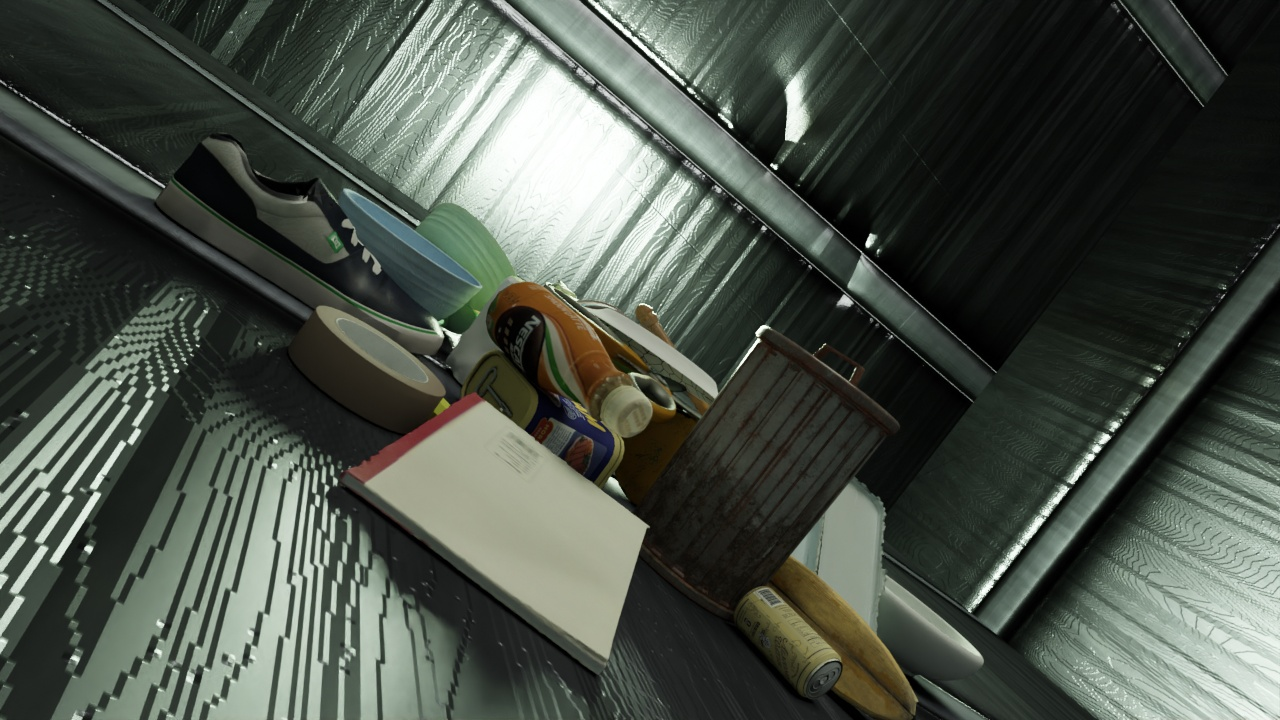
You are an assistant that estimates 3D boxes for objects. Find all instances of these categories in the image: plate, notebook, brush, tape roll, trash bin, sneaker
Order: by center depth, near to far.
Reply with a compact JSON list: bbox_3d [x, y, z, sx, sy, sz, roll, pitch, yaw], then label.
[{"bbox_3d":[-0.066,0.083,0.522,0.153,0.012,0.208,37,10,0],"label":"notebook"},{"bbox_3d":[-0.168,0.006,0.568,0.093,0.030,0.093,37,3,-2],"label":"tape roll"},{"bbox_3d":[-0.238,-0.085,0.708,0.235,0.079,0.084,36,2,-32],"label":"sneaker"},{"bbox_3d":[0.095,0.081,0.716,0.131,0.211,0.131,37,3,-2],"label":"trash bin"},{"bbox_3d":[0.142,0.212,0.729,0.195,0.059,0.043,42,-3,40],"label":"brush"},{"bbox_3d":[0.015,-0.007,0.888,0.188,0.016,0.188,35,-3,2],"label":"plate"}]

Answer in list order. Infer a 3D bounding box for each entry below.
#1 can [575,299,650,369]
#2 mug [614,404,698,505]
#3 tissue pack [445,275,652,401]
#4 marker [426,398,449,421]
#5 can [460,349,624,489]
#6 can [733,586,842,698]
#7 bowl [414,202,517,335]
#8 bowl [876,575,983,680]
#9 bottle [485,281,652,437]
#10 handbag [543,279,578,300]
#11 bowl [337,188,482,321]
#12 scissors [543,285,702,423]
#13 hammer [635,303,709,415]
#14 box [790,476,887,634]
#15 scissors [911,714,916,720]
[{"bbox_3d":[-0.057,0.001,1.005,0.130,0.130,0.044,36,3,-16],"label":"can"},{"bbox_3d":[0.035,0.088,0.869,0.094,0.101,0.123,29,45,-57],"label":"mug"},{"bbox_3d":[-0.091,-0.002,0.879,0.141,0.120,0.197,41,-1,43],"label":"tissue pack"},{"bbox_3d":[-0.114,0.053,0.594,0.124,0.017,0.021,40,-28,33],"label":"marker"},{"bbox_3d":[-0.080,0.047,0.724,0.092,0.056,0.116,33,4,-37],"label":"can"},{"bbox_3d":[0.105,0.200,0.654,0.038,0.038,0.079,34,4,-42],"label":"can"},{"bbox_3d":[-0.197,-0.083,0.967,0.151,0.076,0.151,38,-30,26],"label":"bowl"},{"bbox_3d":[0.285,0.296,1.015,0.176,0.066,0.176,37,3,-2],"label":"bowl"},{"bbox_3d":[-0.051,0.000,0.670,0.167,0.059,0.059,39,4,41],"label":"bottle"},{"bbox_3d":[-0.093,-0.018,1.101,0.186,0.113,0.116,40,11,34],"label":"handbag"},{"bbox_3d":[-0.226,-0.081,0.834,0.150,0.075,0.150,37,4,-3],"label":"bowl"},{"bbox_3d":[-0.003,0.007,0.780,0.216,0.016,0.225,44,8,11],"label":"scissors"},{"bbox_3d":[0.084,0.072,1.020,0.317,0.083,0.162,57,3,1],"label":"hammer"},{"bbox_3d":[0.173,0.171,0.900,0.189,0.037,0.208,41,42,-23],"label":"box"},{"bbox_3d":[0.175,0.258,0.779,0.126,0.019,0.144,33,3,-46],"label":"scissors"}]
